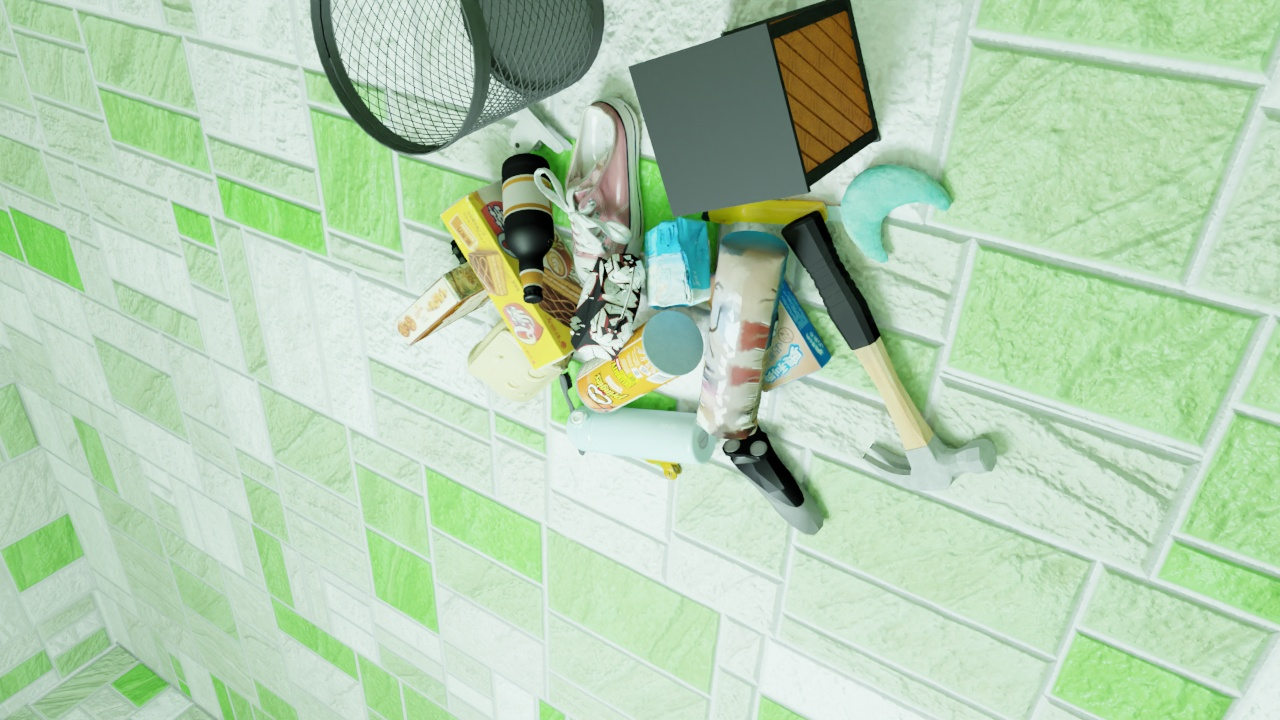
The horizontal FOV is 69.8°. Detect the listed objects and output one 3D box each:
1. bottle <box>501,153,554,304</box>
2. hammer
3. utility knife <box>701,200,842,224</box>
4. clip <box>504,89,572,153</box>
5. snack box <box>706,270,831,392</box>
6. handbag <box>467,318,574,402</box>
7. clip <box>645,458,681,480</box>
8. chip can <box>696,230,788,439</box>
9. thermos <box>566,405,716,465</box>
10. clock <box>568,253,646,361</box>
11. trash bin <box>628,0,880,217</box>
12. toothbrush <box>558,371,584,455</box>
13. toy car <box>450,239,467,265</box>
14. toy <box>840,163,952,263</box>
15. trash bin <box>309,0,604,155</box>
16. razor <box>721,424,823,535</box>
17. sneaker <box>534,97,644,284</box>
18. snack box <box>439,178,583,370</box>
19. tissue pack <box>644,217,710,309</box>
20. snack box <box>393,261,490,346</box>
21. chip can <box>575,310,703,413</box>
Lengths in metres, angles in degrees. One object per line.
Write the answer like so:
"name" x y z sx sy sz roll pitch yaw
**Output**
"bottle" -0.132 -0.154 1.092 0.059 0.059 0.181 -24 63 43
"hammer" 0.245 -0.006 0.970 0.131 0.039 0.328 -21 104 44
"utility knife" 0.145 -0.157 0.978 0.179 0.017 0.030 10 126 33
"clip" -0.128 -0.280 1.117 0.102 0.049 0.059 49 141 4
"snack box" 0.139 -0.045 1.036 0.087 0.034 0.151 -27 98 44
"handbag" -0.161 -0.009 1.253 0.111 0.081 0.120 41 132 -9
"clip" 0.039 0.135 1.232 0.054 0.044 0.049 -3 156 37
"chip can" 0.107 -0.023 0.994 0.080 0.079 0.230 23 128 25
"thermos" -0.004 0.095 1.206 0.207 0.065 0.078 3 157 36
"clock" -0.041 -0.065 1.033 0.065 0.114 0.155 16 167 -15
"trash bin" 0.111 -0.236 0.848 0.140 0.171 0.140 -3 113 38
"toothbrush" -0.094 0.077 1.275 0.013 0.013 0.168 37 149 36
"toy car" -0.218 -0.164 1.234 0.046 0.034 0.112 55 137 -1
"toy" 0.241 -0.150 0.901 0.085 0.033 0.105 40 133 -4
"trash bin" -0.179 -0.352 0.959 0.218 0.226 0.218 18 125 28
"razor" 0.167 0.149 1.121 0.156 0.057 0.060 53 163 -12
"sneaker" -0.053 -0.179 1.063 0.118 0.087 0.241 22 128 25
"snack box" -0.143 -0.113 1.156 0.062 0.109 0.230 -24 100 42
"tissue pack" 0.040 -0.103 1.006 0.061 0.144 0.093 -1 92 -7
"snack box" -0.234 -0.091 1.213 0.144 0.146 0.041 -32 94 44
"chip can" -0.007 0.006 1.104 0.075 0.075 0.216 54 152 -3
